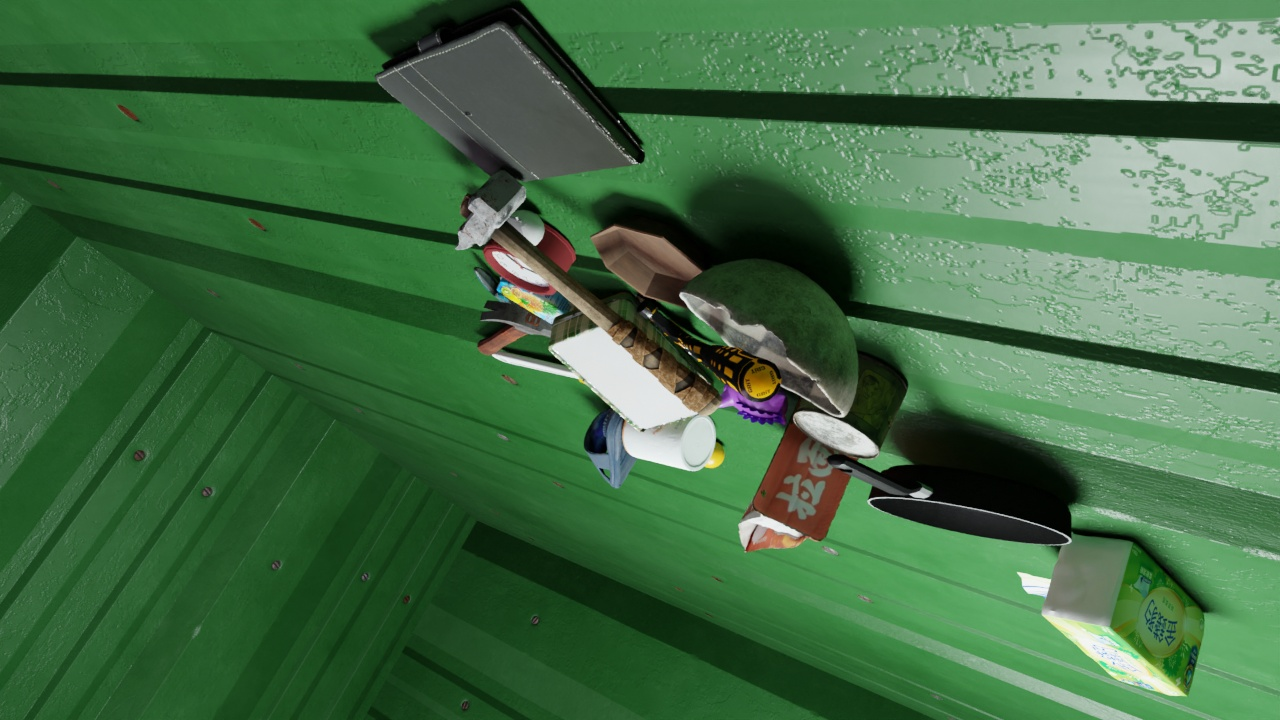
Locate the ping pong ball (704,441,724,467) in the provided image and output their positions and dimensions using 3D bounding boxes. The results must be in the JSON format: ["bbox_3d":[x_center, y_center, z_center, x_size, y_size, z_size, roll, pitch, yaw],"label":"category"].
[{"bbox_3d":[0.102,0.136,1.334,0.040,0.040,0.040,25,161,9],"label":"ping pong ball"}]

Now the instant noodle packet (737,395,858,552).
[{"bbox_3d":[0.175,0.135,1.049,0.084,0.164,0.221,25,161,5],"label":"instant noodle packet"}]

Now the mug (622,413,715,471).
[{"bbox_3d":[0.040,0.105,1.278,0.105,0.082,0.082,10,154,40],"label":"mug"}]

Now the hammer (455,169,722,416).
[{"bbox_3d":[-0.049,-0.053,0.901,0.319,0.048,0.122,40,152,-6],"label":"hammer"}]

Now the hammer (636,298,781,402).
[{"bbox_3d":[0.072,-0.003,0.880,0.123,0.036,0.320,39,180,-13],"label":"hammer"}]

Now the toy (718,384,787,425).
[{"bbox_3d":[0.128,0.042,1.038,0.088,0.055,0.106,21,156,20],"label":"toy"}]

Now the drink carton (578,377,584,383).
[{"bbox_3d":[-0.053,-0.001,1.200,0.058,0.040,0.123,23,160,14],"label":"drink carton"}]

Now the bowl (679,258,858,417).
[{"bbox_3d":[0.127,-0.033,0.800,0.178,0.081,0.178,39,177,2],"label":"bowl"}]

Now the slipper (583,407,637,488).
[{"bbox_3d":[-0.047,0.118,1.409,0.082,0.101,0.264,23,157,12],"label":"slipper"}]

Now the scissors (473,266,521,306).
[{"bbox_3d":[-0.173,-0.084,1.187,0.144,0.019,0.126,31,161,-25],"label":"scissors"}]

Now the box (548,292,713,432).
[{"bbox_3d":[-0.006,0.006,1.093,0.118,0.050,0.205,-21,136,29],"label":"box"}]

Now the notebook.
[{"bbox_3d":[-0.116,-0.213,0.776,0.209,0.029,0.169,1,149,47],"label":"notebook"}]

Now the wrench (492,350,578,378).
[{"bbox_3d":[-0.135,0.010,1.369,0.274,0.018,0.066,11,164,44],"label":"wrench"}]

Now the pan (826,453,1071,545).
[{"bbox_3d":[0.296,0.130,0.925,0.204,0.044,0.355,0,161,46],"label":"pan"}]

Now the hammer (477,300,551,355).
[{"bbox_3d":[-0.187,-0.036,1.290,0.111,0.028,0.301,21,167,-17],"label":"hammer"}]

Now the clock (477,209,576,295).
[{"bbox_3d":[-0.127,-0.121,0.988,0.096,0.048,0.137,11,156,40],"label":"clock"}]

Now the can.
[{"bbox_3d":[0.207,0.043,0.906,0.090,0.074,0.090,27,162,9],"label":"can"}]

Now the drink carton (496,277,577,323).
[{"bbox_3d":[-0.109,-0.070,1.105,0.129,0.038,0.044,31,161,-8],"label":"drink carton"}]

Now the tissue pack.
[{"bbox_3d":[0.517,0.281,1.036,0.197,0.120,0.142,44,155,-24],"label":"tissue pack"}]

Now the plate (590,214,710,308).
[{"bbox_3d":[0.017,-0.098,0.883,0.131,0.025,0.131,25,161,9],"label":"plate"}]
